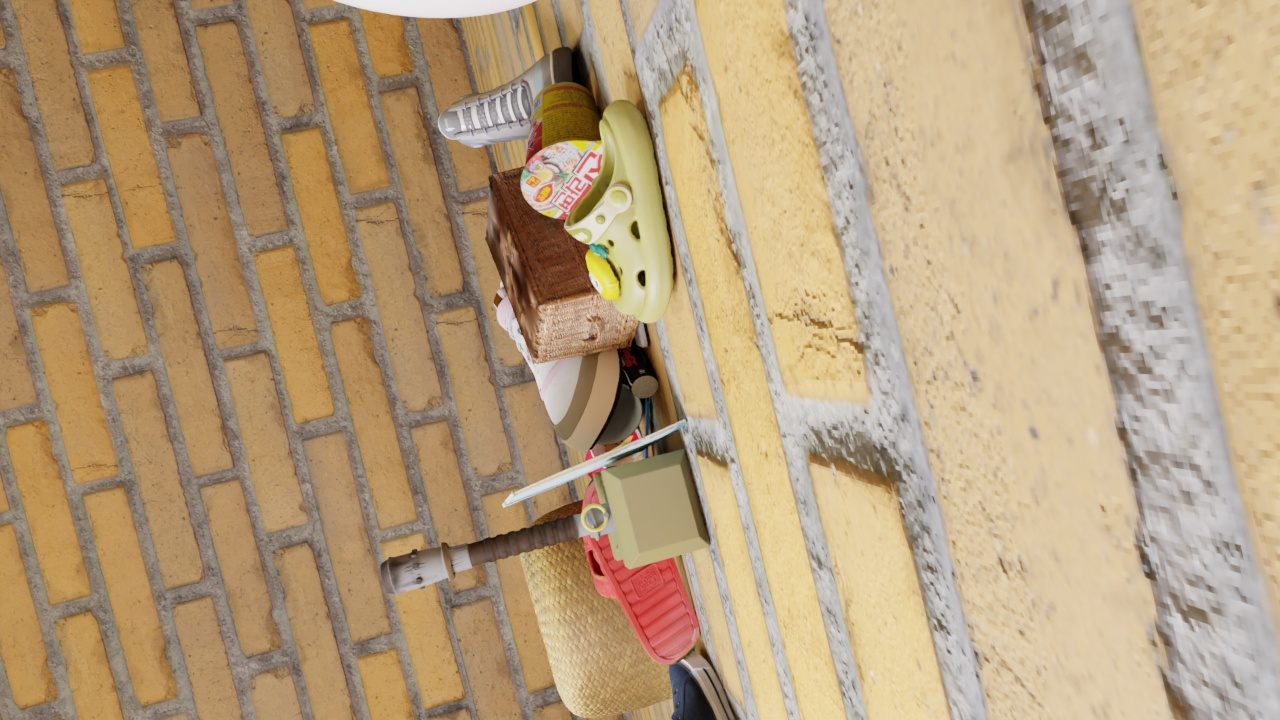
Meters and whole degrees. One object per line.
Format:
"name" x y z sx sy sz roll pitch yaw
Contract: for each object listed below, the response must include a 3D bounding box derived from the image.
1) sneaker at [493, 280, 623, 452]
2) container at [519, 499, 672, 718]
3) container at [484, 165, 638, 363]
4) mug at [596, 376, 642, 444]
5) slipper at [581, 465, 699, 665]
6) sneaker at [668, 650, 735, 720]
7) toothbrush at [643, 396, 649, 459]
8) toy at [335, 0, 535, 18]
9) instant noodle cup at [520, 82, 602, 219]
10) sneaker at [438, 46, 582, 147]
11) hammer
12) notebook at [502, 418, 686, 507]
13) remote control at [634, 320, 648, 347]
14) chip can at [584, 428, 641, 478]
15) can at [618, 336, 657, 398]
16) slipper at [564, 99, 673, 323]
"sneaker" -0.105 -0.018 1.039 0.112 0.116 0.293 -57 29 28
"container" -0.054 0.343 1.311 0.307 0.196 0.307 165 91 -79
"container" -0.083 -0.106 0.963 0.114 0.112 0.198 107 144 -55
"mug" -0.049 0.029 1.126 0.094 0.085 0.122 -113 11 -66
"slipper" -0.009 0.248 1.111 0.059 0.103 0.249 -13 99 64
"sneaker" 0.049 0.428 1.024 0.294 0.127 0.121 -126 22 -72
"toothbrush" 0.004 0.098 1.121 0.167 0.014 0.016 91 177 -50
"toy" -0.117 -0.327 0.487 0.265 0.262 0.282 64 149 25
"instant noodle cup" -0.073 -0.213 0.911 0.100 0.100 0.112 88 173 -53
"sneaker" -0.153 -0.290 1.056 0.256 0.160 0.093 -137 34 -77
"hammer" -0.108 0.186 0.968 0.190 0.324 0.100 130 126 -79
"notebook" -0.058 0.114 0.975 0.254 0.181 0.009 132 116 -74
"remote control" -0.013 -0.086 0.981 0.045 0.008 0.146 -158 55 -79
"chip can" -0.042 0.134 1.305 0.221 0.069 0.069 113 142 -76
"can" -0.006 0.006 1.005 0.080 0.031 0.032 -115 14 -51
"slipper" -0.021 -0.118 0.768 0.091 0.081 0.191 -129 29 -64
